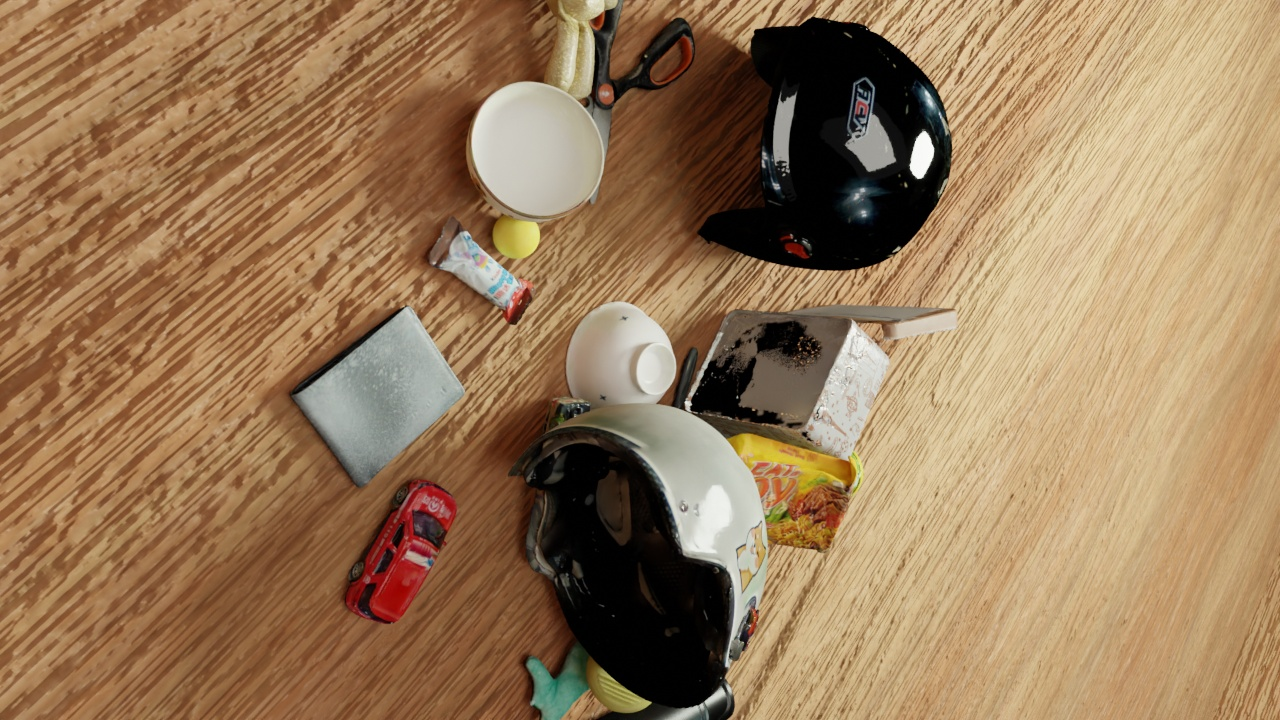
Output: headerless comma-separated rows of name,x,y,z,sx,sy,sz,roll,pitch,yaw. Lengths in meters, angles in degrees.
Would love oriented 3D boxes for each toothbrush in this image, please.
toothbrush,0.033,0.073,0.950,0.015,0.018,0.181,21,81,-36

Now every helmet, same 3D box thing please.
helmet,0.019,0.148,0.798,0.156,0.230,0.274,-38,127,-37
helmet,0.189,-0.205,0.904,0.274,0.230,0.233,34,70,-79

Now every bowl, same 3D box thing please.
bowl,-0.094,-0.167,0.764,0.113,0.062,0.113,2,84,-23
bowl,-0.005,0.005,0.874,0.118,0.065,0.118,-8,102,-40

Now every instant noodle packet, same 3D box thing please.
instant noodle packet,0.131,0.128,0.862,0.128,0.044,0.111,12,118,-5

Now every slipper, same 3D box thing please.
slipper,0.002,0.256,0.914,0.091,0.082,0.190,29,60,-4

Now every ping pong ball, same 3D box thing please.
ping pong ball,-0.106,-0.107,0.786,0.040,0.040,0.040,-7,101,-40

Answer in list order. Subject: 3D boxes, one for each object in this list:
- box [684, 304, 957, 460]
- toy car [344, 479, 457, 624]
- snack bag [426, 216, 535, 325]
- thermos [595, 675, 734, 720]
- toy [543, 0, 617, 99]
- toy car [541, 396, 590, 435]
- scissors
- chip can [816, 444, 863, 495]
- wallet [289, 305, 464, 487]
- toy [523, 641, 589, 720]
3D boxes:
box,0.187,-0.009,0.963,0.271,0.179,0.130,-39,117,-29
toy car,-0.191,0.157,0.750,0.053,0.045,0.120,38,69,-39
snack bag,-0.133,-0.074,0.777,0.105,0.026,0.045,40,74,-35
thermos,-0.008,0.393,0.927,0.241,0.068,0.090,-10,114,-40
toy,-0.062,-0.302,0.779,0.105,0.066,0.157,-9,102,-53
toy car,-0.072,0.077,0.846,0.042,0.035,0.090,-1,111,-38
scissors,-0.021,-0.263,0.849,0.224,0.022,0.221,-19,108,-36
chip can,0.175,0.133,1.003,0.220,0.073,0.072,-2,98,-59
wallet,-0.206,0.027,0.736,0.120,0.019,0.097,-44,124,-29
toy,-0.072,0.307,0.884,0.091,0.030,0.096,-42,115,-31
